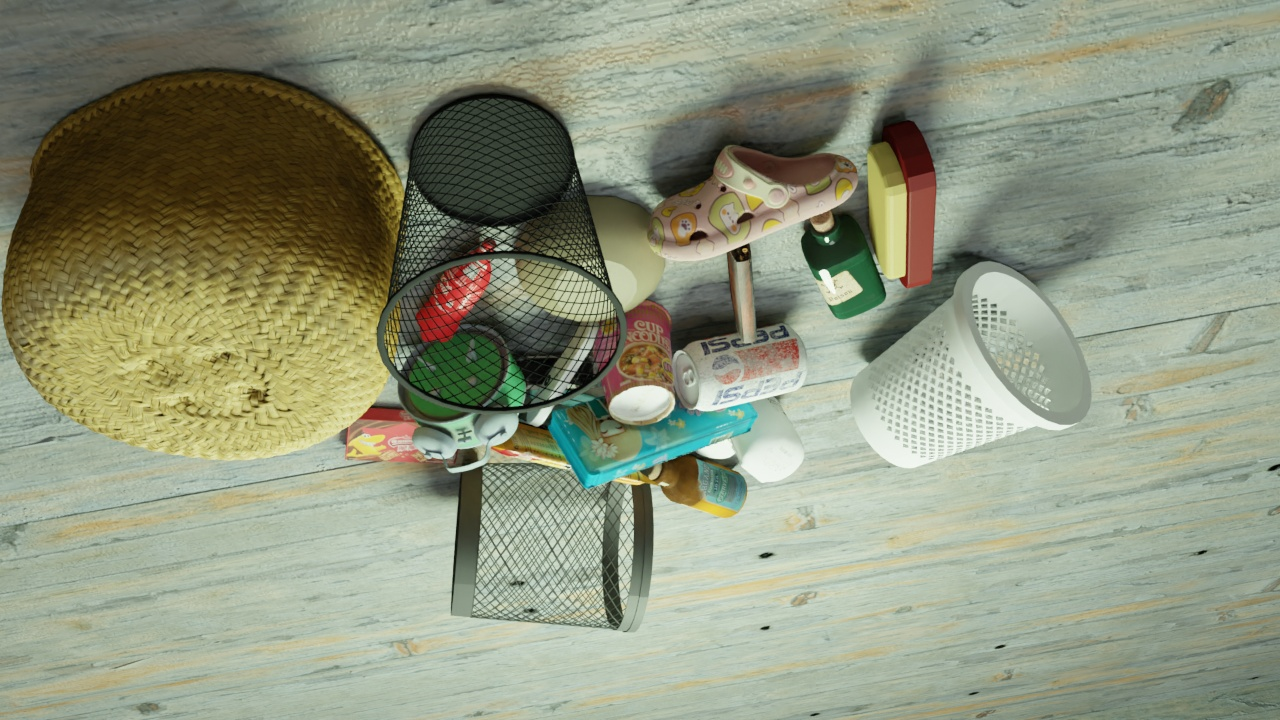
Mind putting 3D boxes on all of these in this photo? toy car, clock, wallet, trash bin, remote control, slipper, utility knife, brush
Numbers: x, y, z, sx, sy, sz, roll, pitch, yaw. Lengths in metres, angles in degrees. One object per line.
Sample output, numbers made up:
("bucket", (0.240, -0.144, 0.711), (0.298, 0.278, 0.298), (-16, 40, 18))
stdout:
("toy car", (-0.108, 0.015, 1.034), (0.113, 0.039, 0.039), (-1, 162, -13))
("clock", (-0.183, 0.040, 0.944), (0.122, 0.161, 0.075), (-16, 143, 6))
("wallet", (0.100, -0.082, 0.924), (0.019, 0.072, 0.123), (-11, 141, 2))
("trash bin", (0.357, 0.024, 1.039), (0.195, 0.195, 0.200), (15, 145, -29))
("remote control", (-0.084, 0.013, 0.983), (0.013, 0.043, 0.137), (27, 108, -22))
("trash bin", (-0.116, -0.095, 0.748), (0.184, 0.209, 0.184), (-6, 142, -5))
("slipper", (0.094, -0.158, 0.828), (0.197, 0.093, 0.081), (-18, 121, 7))
("trash bin", (-0.118, 0.230, 1.166), (0.227, 0.217, 0.218), (5, 140, -12))
("utility knife", (-0.077, 0.046, 1.096), (0.126, 0.015, 0.022), (15, 104, -30))
("brush", (0.245, -0.142, 0.870), (0.042, 0.082, 0.173), (-14, 142, 5))

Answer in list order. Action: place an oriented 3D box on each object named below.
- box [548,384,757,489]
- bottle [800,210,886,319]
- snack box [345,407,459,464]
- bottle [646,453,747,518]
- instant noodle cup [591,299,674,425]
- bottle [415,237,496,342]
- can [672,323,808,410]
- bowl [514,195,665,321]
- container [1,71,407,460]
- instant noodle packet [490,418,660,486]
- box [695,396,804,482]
("box", (0.016, 0.069, 1.021), (0.226, 0.094, 0.041), (-16, 144, -30))
("bottle", (0.200, -0.104, 0.926), (0.061, 0.061, 0.131), (-24, 140, 14))
("snack box", (-0.283, 0.091, 1.101), (0.133, 0.021, 0.089), (5, 141, -17))
("bottle", (0.067, 0.162, 1.229), (0.156, 0.067, 0.068), (23, 131, -35))
("instant noodle cup", (-0.006, 0.006, 0.983), (0.097, 0.108, 0.098), (-6, 141, -5))
("bottle", (-0.179, -0.070, 0.903), (0.042, 0.041, 0.142), (17, 135, -30))
("can", (0.110, 0.008, 1.013), (0.136, 0.078, 0.078), (-12, 145, -21))
("bowl", (-0.047, -0.087, 0.902), (0.152, 0.050, 0.153), (-6, 142, -5))
("container", (-0.345, -0.057, 0.764), (0.307, 0.196, 0.308), (-7, 143, -6))
("instant noodle packet", (-0.103, 0.099, 1.067), (0.220, 0.160, 0.032), (18, 94, -31))
("box", (0.125, 0.105, 1.144), (0.083, 0.140, 0.142), (36, 109, -26))
